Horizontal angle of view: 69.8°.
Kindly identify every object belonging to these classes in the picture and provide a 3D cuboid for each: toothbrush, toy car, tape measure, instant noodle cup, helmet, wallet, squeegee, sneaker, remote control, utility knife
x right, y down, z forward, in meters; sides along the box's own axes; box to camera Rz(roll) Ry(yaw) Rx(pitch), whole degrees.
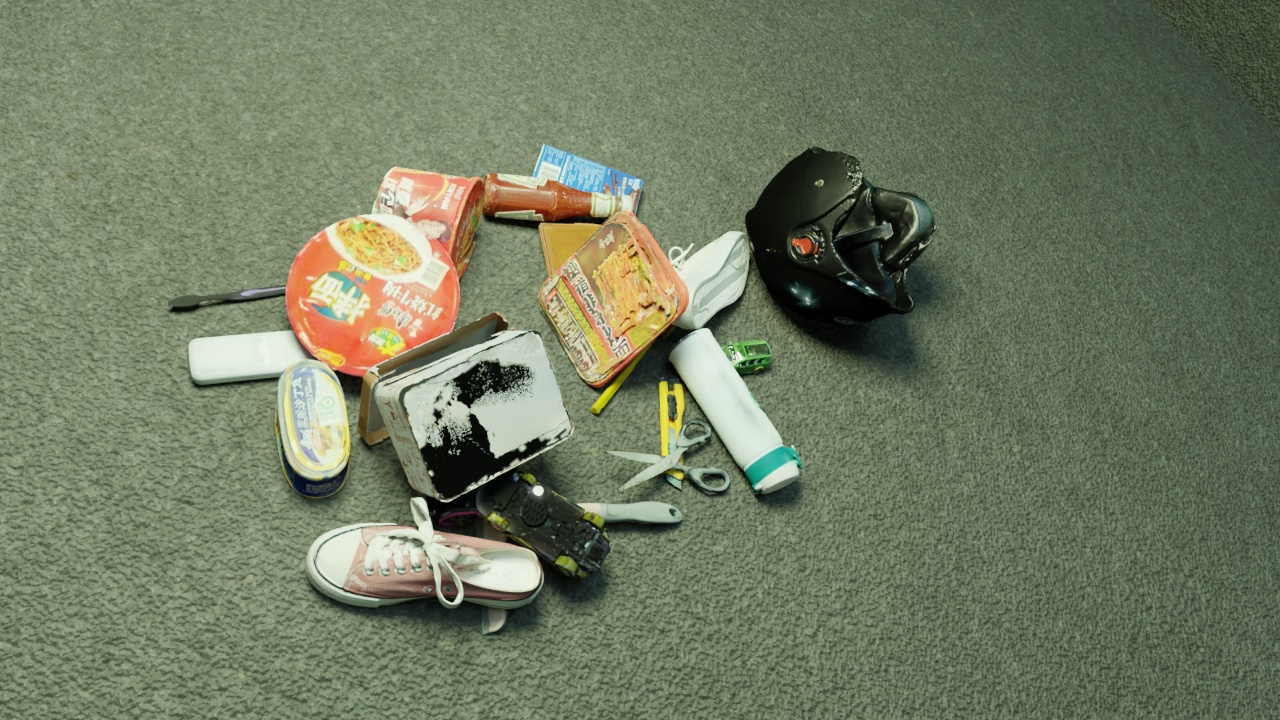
[{"bbox_3d":[-0.452,-0.078,1.081,0.188,0.017,0.014,-12,74,-31],"label":"toothbrush"},{"bbox_3d":[-0.007,0.007,1.194,0.016,0.016,0.189,41,53,0],"label":"toothbrush"},{"bbox_3d":[0.135,-0.004,1.246,0.091,0.036,0.043,-10,64,-23],"label":"toy car"},{"bbox_3d":[-0.198,0.158,0.991,0.057,0.058,0.039,-22,68,15],"label":"tape measure"},{"bbox_3d":[-0.026,-0.078,1.163,0.079,0.189,0.164,0,54,-56],"label":"instant noodle cup"},{"bbox_3d":[0.272,-0.163,1.287,0.233,0.231,0.274,12,57,-45],"label":"helmet"},{"bbox_3d":[-0.069,-0.151,1.263,0.130,0.035,0.119,-1,58,-24],"label":"wallet"},{"bbox_3d":[-0.062,0.175,1.046,0.249,0.040,0.247,2,57,-21],"label":"squeegee"},{"bbox_3d":[-0.267,-0.175,1.145,0.108,0.138,0.137,16,53,-1],"label":"instant noodle cup"},{"bbox_3d":[-0.104,0.172,0.984,0.158,0.042,0.070,34,62,-1],"label":"toy car"},{"bbox_3d":[0.078,-0.112,1.273,0.091,0.090,0.241,6,30,27],"label":"sneaker"},{"bbox_3d":[-0.432,-0.004,1.031,0.135,0.020,0.055,-7,60,-25],"label":"remote control"},{"bbox_3d":[0.042,0.086,1.160,0.033,0.015,0.164,8,56,-14],"label":"utility knife"},{"bbox_3d":[-0.216,0.200,0.927,0.241,0.088,0.118,7,54,-5],"label":"sneaker"},{"bbox_3d":[-0.306,-0.069,1.070,0.193,0.066,0.193,2,78,-8],"label":"instant noodle cup"}]

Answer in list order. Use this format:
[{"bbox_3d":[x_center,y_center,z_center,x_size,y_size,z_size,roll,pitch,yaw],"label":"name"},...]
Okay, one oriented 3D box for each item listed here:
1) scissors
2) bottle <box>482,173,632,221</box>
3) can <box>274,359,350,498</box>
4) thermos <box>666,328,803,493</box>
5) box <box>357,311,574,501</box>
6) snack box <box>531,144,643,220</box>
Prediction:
[{"bbox_3d":[0.040,0.121,1.114,0.175,0.014,0.159,36,46,-14],"label":"scissors"},{"bbox_3d":[-0.114,-0.220,1.267,0.206,0.060,0.059,3,57,-13],"label":"bottle"},{"bbox_3d":[-0.354,0.072,0.992,0.074,0.049,0.148,-5,60,-24],"label":"can"},{"bbox_3d":[0.122,0.066,1.171,0.073,0.073,0.224,-21,69,-31],"label":"thermos"},{"bbox_3d":[-0.209,0.044,1.009,0.182,0.181,0.153,-26,104,-31],"label":"box"},{"bbox_3d":[-0.078,-0.252,1.333,0.157,0.026,0.084,18,54,-9],"label":"snack box"}]
